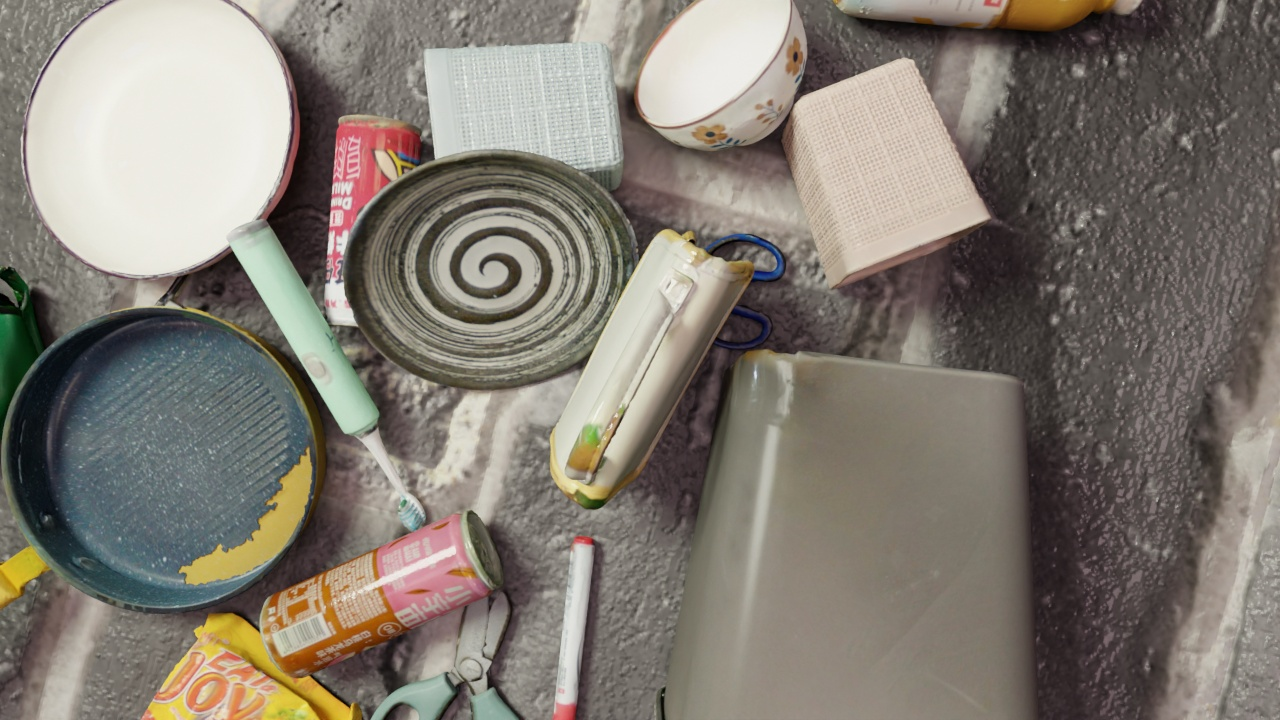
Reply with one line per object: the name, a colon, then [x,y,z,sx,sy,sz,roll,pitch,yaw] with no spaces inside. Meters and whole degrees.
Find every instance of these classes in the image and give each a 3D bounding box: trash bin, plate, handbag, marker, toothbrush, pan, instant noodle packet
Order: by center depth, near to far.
handbag: [-0.003,0.003,0.526,0.063,0.178,0.163,29,100,6]
trash bin: [0.118,0.116,0.532,0.199,0.199,0.219,6,83,-1]
plate: [-0.090,-0.054,0.567,0.179,0.024,0.180,-6,132,-7]
pan: [-0.368,0.113,0.583,0.357,0.078,0.197,-38,94,1]
toothbrush: [-0.193,0.015,0.584,0.026,0.027,0.224,-18,110,19]
handbag: [-0.467,0.000,0.596,0.131,0.068,0.120,-6,89,1]
plate: [-0.305,-0.144,0.598,0.192,0.039,0.192,-1,85,10]
instant noodle packet: [-0.264,0.243,0.606,0.128,0.044,0.110,36,87,1]
marker: [-0.046,0.190,0.613,0.017,0.017,0.145,7,90,1]
toothbrush: [-0.279,-0.095,0.619,0.018,0.015,0.181,33,91,-5]

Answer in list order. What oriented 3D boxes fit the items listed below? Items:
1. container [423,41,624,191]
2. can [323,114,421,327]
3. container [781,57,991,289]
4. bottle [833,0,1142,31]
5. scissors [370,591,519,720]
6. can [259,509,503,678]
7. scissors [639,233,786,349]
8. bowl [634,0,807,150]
container: [-0.069,-0.147,0.578,0.111,0.090,0.090,-7,90,-1]
can: [-0.174,-0.087,0.597,0.053,0.053,0.132,5,90,1]
container: [0.146,-0.115,0.575,0.090,0.090,0.111,-21,86,1]
bottle: [0.220,-0.246,0.581,0.189,0.068,0.068,6,90,1]
scissors: [-0.134,0.230,0.614,0.143,0.019,0.180,5,92,2]
can: [-0.167,0.151,0.595,0.147,0.058,0.058,-24,89,1]
scissors: [0.015,-0.066,0.615,0.172,0.012,0.132,41,93,2]
bowl: [0.059,-0.177,0.578,0.062,0.113,0.113,35,91,-42]
